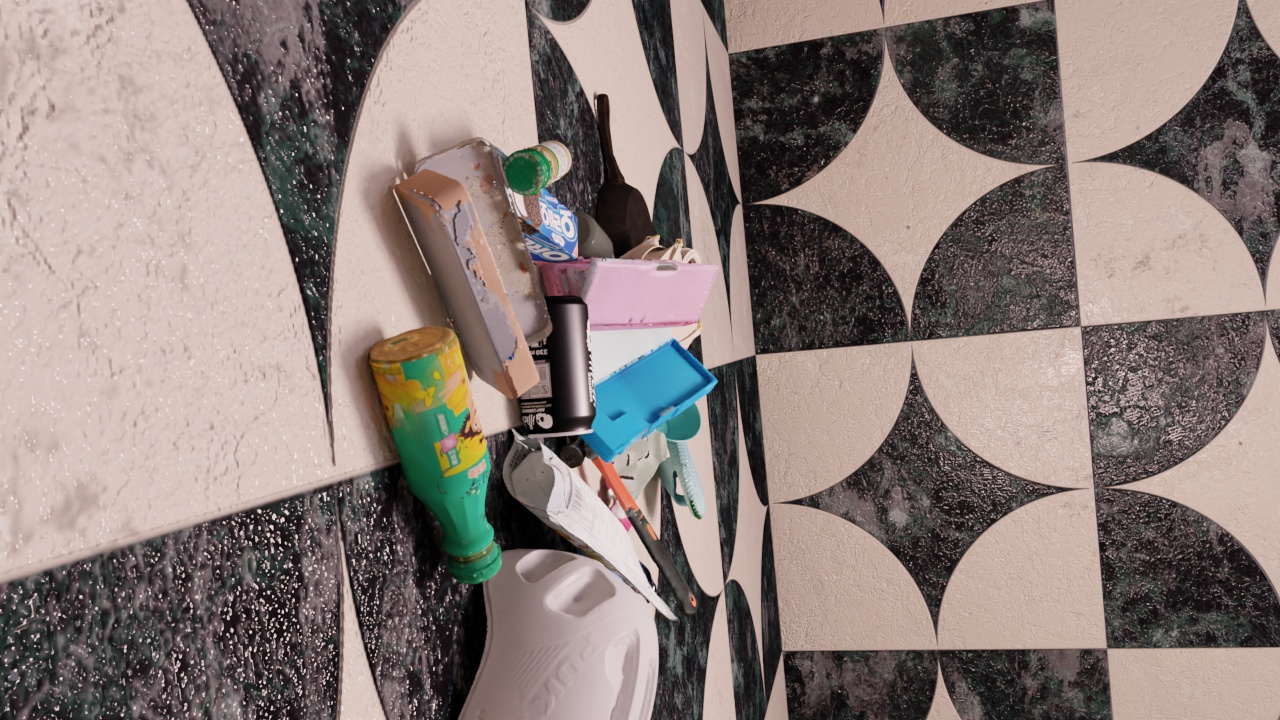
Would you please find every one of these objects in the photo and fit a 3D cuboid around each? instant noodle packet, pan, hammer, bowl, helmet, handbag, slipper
[{"bbox_3d":[-0.052,0.184,0.998,0.269,0.057,0.146,52,5,-45],"label":"instant noodle packet"},{"bbox_3d":[-0.023,-0.230,1.414,0.248,0.043,0.356,-44,128,-72],"label":"pan"},{"bbox_3d":[-0.004,0.209,1.196,0.333,0.033,0.132,62,21,-21],"label":"hammer"},{"bbox_3d":[0.033,0.092,1.472,0.046,0.121,0.120,-54,-162,41],"label":"bowl"},{"bbox_3d":[-0.086,0.325,0.864,0.281,0.184,0.224,-65,149,-23],"label":"helmet"},{"bbox_3d":[0.030,-0.088,1.338,0.197,0.101,0.195,-46,137,-31],"label":"handbag"},{"bbox_3d":[0.002,0.130,1.344,0.174,0.068,0.174,-6,89,-77],"label":"bowl"},{"bbox_3d":[0.051,0.150,1.543,0.275,0.069,0.116,-102,175,-48],"label":"slipper"}]

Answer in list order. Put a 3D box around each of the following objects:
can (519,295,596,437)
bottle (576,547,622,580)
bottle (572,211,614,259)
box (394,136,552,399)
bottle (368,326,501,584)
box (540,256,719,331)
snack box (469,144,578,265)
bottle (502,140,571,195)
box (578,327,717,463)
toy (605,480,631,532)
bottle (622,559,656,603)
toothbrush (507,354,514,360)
[{"bbox_3d":[-0.091,0.007,0.983,0.080,0.080,0.146,2,83,-76],"label":"can"},{"bbox_3d":[-0.055,0.223,1.120,0.048,0.048,0.131,-57,140,-68],"label":"bottle"},{"bbox_3d":[-0.069,-0.144,1.168,0.108,0.060,0.060,41,46,-70],"label":"bottle"},{"bbox_3d":[-0.136,-0.072,0.807,0.107,0.095,0.216,-117,-171,-52],"label":"box"},{"bbox_3d":[-0.155,0.080,0.730,0.068,0.068,0.210,-65,147,-63],"label":"bottle"},{"bbox_3d":[0.002,-0.092,1.125,0.232,0.099,0.099,-3,71,-46],"label":"box"},{"bbox_3d":[-0.127,-0.153,0.940,0.226,0.059,0.059,31,55,-72],"label":"snack box"},{"bbox_3d":[-0.096,-0.186,0.878,0.109,0.043,0.043,-61,143,-67],"label":"bottle"},{"bbox_3d":[-0.017,0.012,1.173,0.242,0.064,0.174,-30,92,-49],"label":"box"},{"bbox_3d":[-0.028,0.205,1.245,0.065,0.050,0.102,37,45,-65],"label":"toy"},{"bbox_3d":[-0.015,0.295,1.238,0.161,0.056,0.056,59,29,-61],"label":"bottle"},{"bbox_3d":[-0.147,-0.039,0.915,0.021,0.016,0.132,-75,153,-55],"label":"toothbrush"}]
